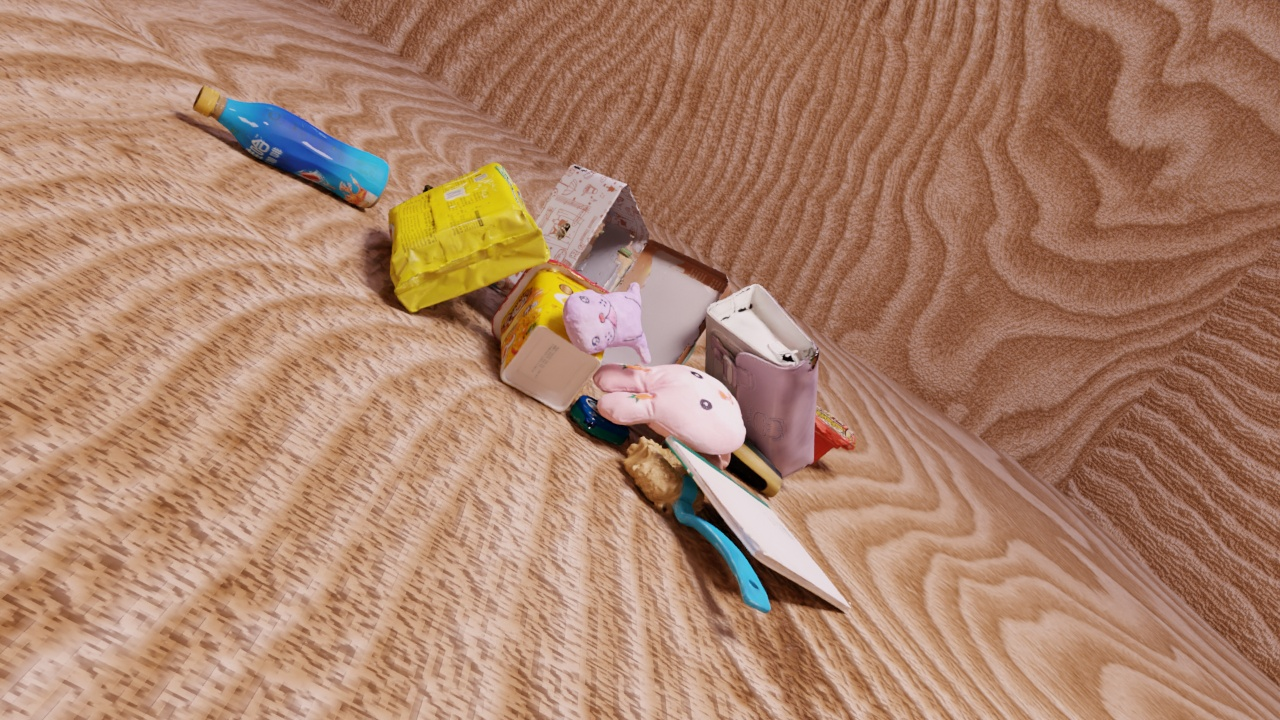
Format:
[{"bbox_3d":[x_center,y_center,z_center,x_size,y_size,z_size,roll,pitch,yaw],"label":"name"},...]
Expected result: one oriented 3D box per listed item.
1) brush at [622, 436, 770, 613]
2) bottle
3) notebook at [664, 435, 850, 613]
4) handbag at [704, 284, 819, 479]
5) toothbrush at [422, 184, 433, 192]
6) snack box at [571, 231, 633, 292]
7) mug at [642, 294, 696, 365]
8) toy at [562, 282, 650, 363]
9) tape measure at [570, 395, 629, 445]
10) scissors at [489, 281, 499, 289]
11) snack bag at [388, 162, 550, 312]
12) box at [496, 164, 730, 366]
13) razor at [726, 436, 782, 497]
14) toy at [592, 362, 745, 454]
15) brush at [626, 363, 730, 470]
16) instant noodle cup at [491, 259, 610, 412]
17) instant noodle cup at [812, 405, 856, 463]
[{"bbox_3d":[0.051,0.137,0.797,0.083,0.046,0.254,32,7,-27],"label":"brush"},{"bbox_3d":[-0.399,-0.249,1.058,0.218,0.065,0.065,26,16,-35],"label":"bottle"},{"bbox_3d":[0.114,0.156,0.866,0.209,0.012,0.150,38,9,-47],"label":"notebook"},{"bbox_3d":[0.143,0.033,1.097,0.145,0.098,0.197,41,-30,36],"label":"handbag"},{"bbox_3d":[-0.234,-0.198,1.369,0.212,0.027,0.026,34,58,-1],"label":"toothbrush"},{"bbox_3d":[-0.065,-0.107,1.202,0.118,0.117,0.105,33,-6,4],"label":"snack box"},{"bbox_3d":[0.010,-0.035,1.290,0.111,0.082,0.106,-23,54,-38],"label":"mug"},{"bbox_3d":[-0.033,-0.035,0.879,0.107,0.039,0.084,-3,79,-50],"label":"toy"},{"bbox_3d":[-0.044,0.059,0.914,0.058,0.025,0.054,29,12,-40],"label":"tape measure"},{"bbox_3d":[-0.220,-0.135,1.200,0.170,0.019,0.181,22,19,-40],"label":"scissors"},{"bbox_3d":[-0.194,-0.143,0.982,0.246,0.158,0.068,-122,-167,-60],"label":"snack bag"},{"bbox_3d":[-0.029,-0.092,1.056,0.198,0.180,0.157,29,-14,22],"label":"box"},{"bbox_3d":[0.097,0.100,1.077,0.167,0.062,0.067,40,43,1],"label":"razor"},{"bbox_3d":[0.031,0.044,0.923,0.159,0.054,0.121,12,32,-19],"label":"toy"},{"bbox_3d":[0.034,0.070,0.987,0.145,0.063,0.073,38,9,8],"label":"brush"},{"bbox_3d":[-0.087,-0.021,0.931,0.116,0.116,0.123,31,25,-17],"label":"instant noodle cup"},{"bbox_3d":[0.217,0.080,1.333,0.164,0.079,0.188,44,7,34],"label":"instant noodle cup"}]
